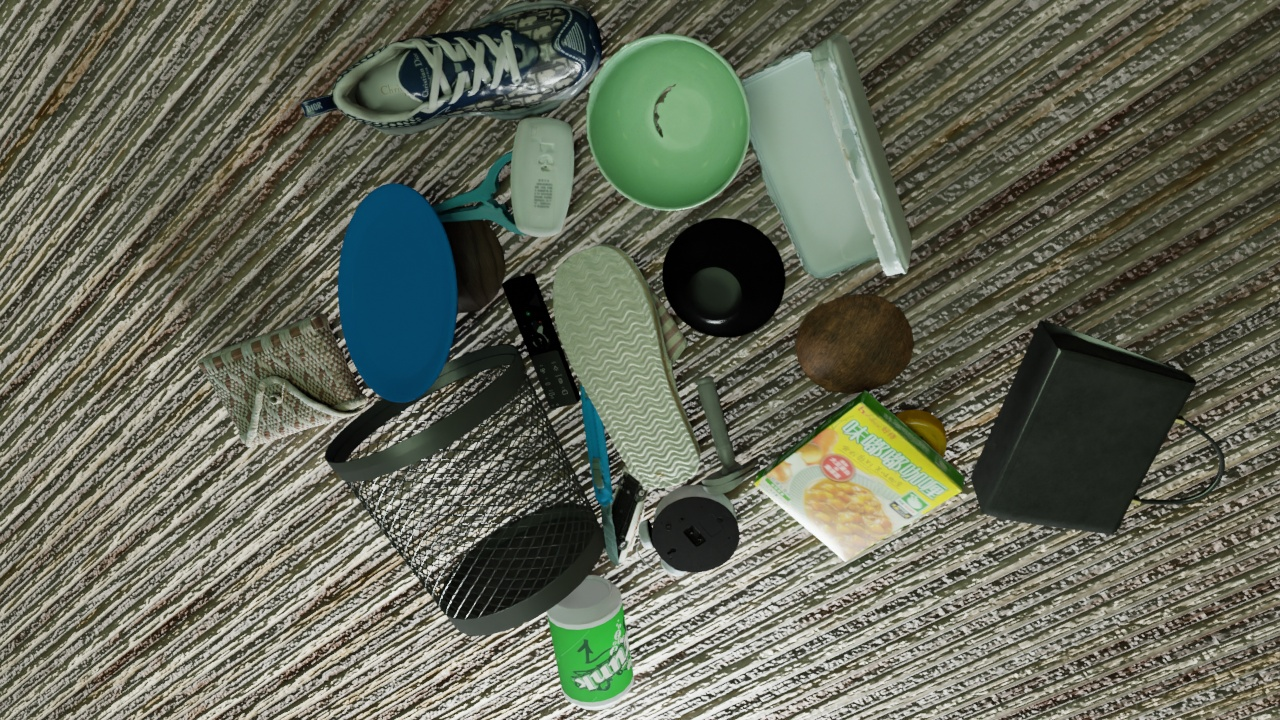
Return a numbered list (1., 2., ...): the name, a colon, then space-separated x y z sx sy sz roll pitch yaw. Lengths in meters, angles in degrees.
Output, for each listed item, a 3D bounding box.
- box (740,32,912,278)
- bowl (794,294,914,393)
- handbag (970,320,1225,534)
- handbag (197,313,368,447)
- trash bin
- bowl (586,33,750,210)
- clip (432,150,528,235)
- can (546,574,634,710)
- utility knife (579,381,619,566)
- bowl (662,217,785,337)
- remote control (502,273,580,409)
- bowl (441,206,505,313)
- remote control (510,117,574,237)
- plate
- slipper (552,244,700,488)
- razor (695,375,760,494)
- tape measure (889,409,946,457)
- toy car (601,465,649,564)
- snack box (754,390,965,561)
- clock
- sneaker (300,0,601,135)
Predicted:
1. box: 0.162 -0.165 0.804 0.129 0.104 0.210 -22 104 26
2. bowl: 0.207 -0.011 0.896 0.114 0.026 0.102 -17 106 21
3. handbag: 0.440 0.080 0.850 0.196 0.072 0.176 16 115 4
4. handbag: -0.420 0.027 1.074 0.186 0.046 0.124 -17 105 21
5. trash bin: -0.171 0.136 0.962 0.218 0.217 0.227 -20 109 22
6. bowl: 0.032 -0.217 0.831 0.151 0.076 0.151 6 113 15
7. clip: -0.140 -0.154 0.928 0.120 0.033 0.122 41 106 -15
8. can: -0.058 0.329 1.073 0.088 0.087 0.140 -2 111 16
9. utility knife: -0.043 0.120 1.003 0.031 0.015 0.220 -1 102 43
10. bowl: 0.076 -0.072 0.893 0.124 0.052 0.124 6 113 13
11. remote control: -0.106 -0.019 0.986 0.034 0.013 0.150 -13 107 20
12. bowl: -0.205 -0.102 0.969 0.119 0.032 0.119 6 113 13
13. remote control: -0.096 -0.178 0.893 0.060 0.028 0.114 -1 103 -18
14. plate: -0.248 -0.069 0.952 0.225 0.024 0.224 5 97 44
15. slipper: -0.006 0.006 0.948 0.115 0.052 0.263 -17 102 19
16. razor: 0.082 0.073 0.948 0.047 0.088 0.116 -17 87 21
17. tape measure: 0.273 0.077 0.911 0.059 0.030 0.068 -20 111 22
18. toy car: -0.014 0.171 1.024 0.039 0.039 0.113 35 119 32
19. snack box: 0.216 0.122 0.927 0.132 0.027 0.168 41 130 -3
20. clock: 0.051 0.188 1.004 0.123 0.035 0.094 -36 107 16
21. sneaker: -0.171 -0.262 0.840 0.270 0.132 0.103 -8 107 17
